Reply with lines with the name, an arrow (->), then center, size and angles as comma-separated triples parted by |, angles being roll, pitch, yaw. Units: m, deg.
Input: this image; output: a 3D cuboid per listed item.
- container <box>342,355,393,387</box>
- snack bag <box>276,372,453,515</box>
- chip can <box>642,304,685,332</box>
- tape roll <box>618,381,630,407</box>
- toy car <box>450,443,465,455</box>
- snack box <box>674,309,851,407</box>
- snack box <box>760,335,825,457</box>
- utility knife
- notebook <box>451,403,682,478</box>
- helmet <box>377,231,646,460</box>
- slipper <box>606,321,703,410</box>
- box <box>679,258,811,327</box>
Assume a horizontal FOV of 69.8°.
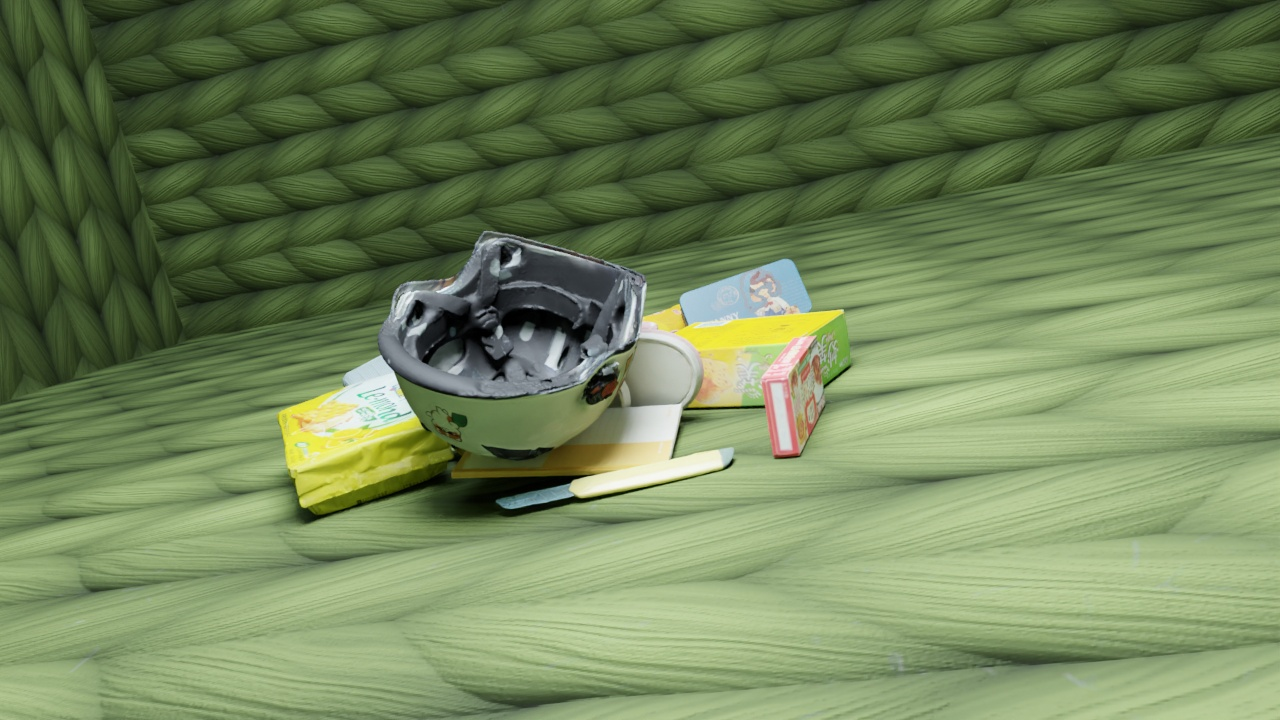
container -> -0.325, 0.049, 1.198 | 0.090, 0.090, 0.111 | -30, 20, -17
snack bag -> -0.307, 0.086, 1.008 | 0.157, 0.068, 0.246 | -18, 21, -19
chip can -> -0.019, -0.018, 1.275 | 0.212, 0.072, 0.072 | -19, 14, -30
tape roll -> -0.050, 0.038, 0.993 | 0.086, 0.086, 0.013 | -4, 15, 35
toy car -> -0.167, 0.086, 0.988 | 0.071, 0.041, 0.156 | -17, 22, -26
snack box -> 0.116, -0.001, 1.055 | 0.210, 0.070, 0.157 | -3, 14, 35
snack box -> 0.146, 0.030, 0.862 | 0.025, 0.075, 0.152 | -6, 13, 22
utility knife -> -0.020, 0.104, 0.808 | 0.216, 0.022, 0.031 | -7, 27, -7
notebook -> -0.067, 0.079, 0.907 | 0.206, 0.010, 0.145 | -2, 20, 9
helmet -> -0.116, 0.002, 0.883 | 0.230, 0.157, 0.273 | 16, 40, 17
slipper -> -0.042, 0.018, 1.032 | 0.275, 0.114, 0.054 | -12, 19, 37
box -> 0.137, -0.068, 1.258 | 0.184, 0.089, 0.062 | -21, -16, -6
